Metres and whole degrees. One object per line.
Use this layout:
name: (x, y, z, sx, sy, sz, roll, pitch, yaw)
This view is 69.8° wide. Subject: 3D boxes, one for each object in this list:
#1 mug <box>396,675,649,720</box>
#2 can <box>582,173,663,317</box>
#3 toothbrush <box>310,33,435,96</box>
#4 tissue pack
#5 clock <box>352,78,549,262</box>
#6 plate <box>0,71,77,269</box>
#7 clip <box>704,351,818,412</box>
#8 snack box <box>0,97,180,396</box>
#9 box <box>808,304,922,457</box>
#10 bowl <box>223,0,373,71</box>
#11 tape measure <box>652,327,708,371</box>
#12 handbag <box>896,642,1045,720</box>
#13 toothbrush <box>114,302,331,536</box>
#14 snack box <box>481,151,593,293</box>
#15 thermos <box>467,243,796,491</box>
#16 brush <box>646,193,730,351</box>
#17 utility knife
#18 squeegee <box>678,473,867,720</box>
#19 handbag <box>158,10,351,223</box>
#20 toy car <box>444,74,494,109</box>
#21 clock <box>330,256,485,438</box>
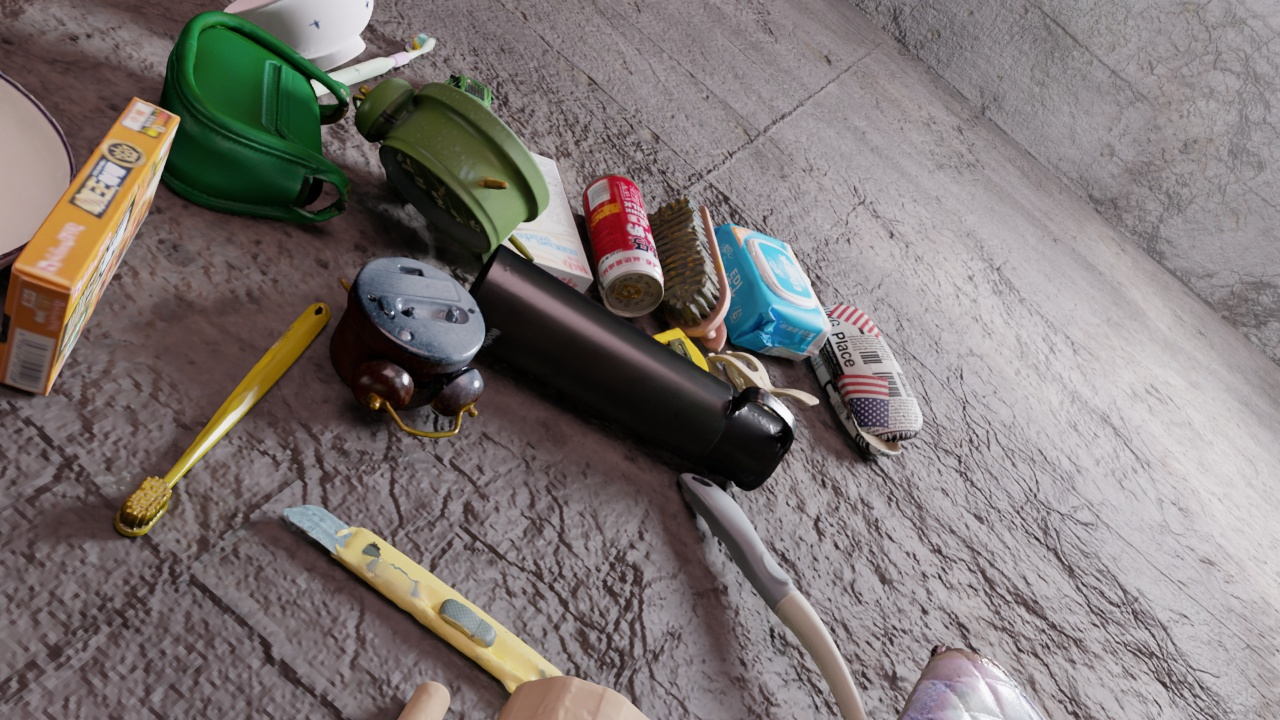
mug: (-0.059, 0.192, 0.379, 0.125, 0.084, 0.103, 14, 31, 9)
can: (-0.016, -0.098, 0.772, 0.053, 0.053, 0.132, 19, 38, -29)
toothbrush: (-0.229, -0.248, 0.772, 0.189, 0.029, 0.020, -58, 137, -55)
tissue pack: (0.114, -0.066, 0.853, 0.090, 0.063, 0.140, 13, 42, -34)
clock: (-0.137, -0.137, 0.640, 0.161, 0.116, 0.056, 34, 71, 19)
plate: (-0.375, -0.095, 0.427, 0.192, 0.039, 0.192, 26, 36, -21)
clip: (0.095, 0.024, 0.748, 0.034, 0.060, 0.097, -5, 43, -48)
snack box: (-0.272, -0.062, 0.455, 0.026, 0.075, 0.153, 23, 37, -24)
box: (0.204, 0.009, 0.843, 0.074, 0.077, 0.163, 10, 46, -29)
bowl: (-0.252, -0.264, 0.712, 0.118, 0.118, 0.065, -81, 155, -53)
tape measure: (0.027, 0.001, 0.721, 0.057, 0.029, 0.059, 50, 35, 14)
handbag: (0.180, 0.264, 0.505, 0.134, 0.076, 0.193, 54, 37, 4)
toothbrush: (-0.208, 0.020, 0.477, 0.015, 0.017, 0.189, 34, 34, -11)
snack box: (-0.095, -0.120, 0.744, 0.084, 0.027, 0.156, 14, 41, -34)
thermos: (-0.004, 0.004, 0.631, 0.242, 0.090, 0.068, 29, 47, -15)
brush: (0.044, -0.075, 0.803, 0.073, 0.063, 0.145, 52, 20, -46)
utility knife: (-0.104, 0.126, 0.463, 0.178, 0.019, 0.030, 33, 28, -2)
squeegee: (0.095, 0.165, 0.586, 0.246, 0.039, 0.246, 0, 50, -45)
handbag: (-0.248, -0.157, 0.599, 0.120, 0.068, 0.131, 15, 41, -35)
toy car: (-0.150, -0.226, 0.798, 0.043, 0.036, 0.091, 22, 22, -23)
clock: (-0.136, -0.006, 0.544, 0.082, 0.055, 0.122, 6, 47, -41)
